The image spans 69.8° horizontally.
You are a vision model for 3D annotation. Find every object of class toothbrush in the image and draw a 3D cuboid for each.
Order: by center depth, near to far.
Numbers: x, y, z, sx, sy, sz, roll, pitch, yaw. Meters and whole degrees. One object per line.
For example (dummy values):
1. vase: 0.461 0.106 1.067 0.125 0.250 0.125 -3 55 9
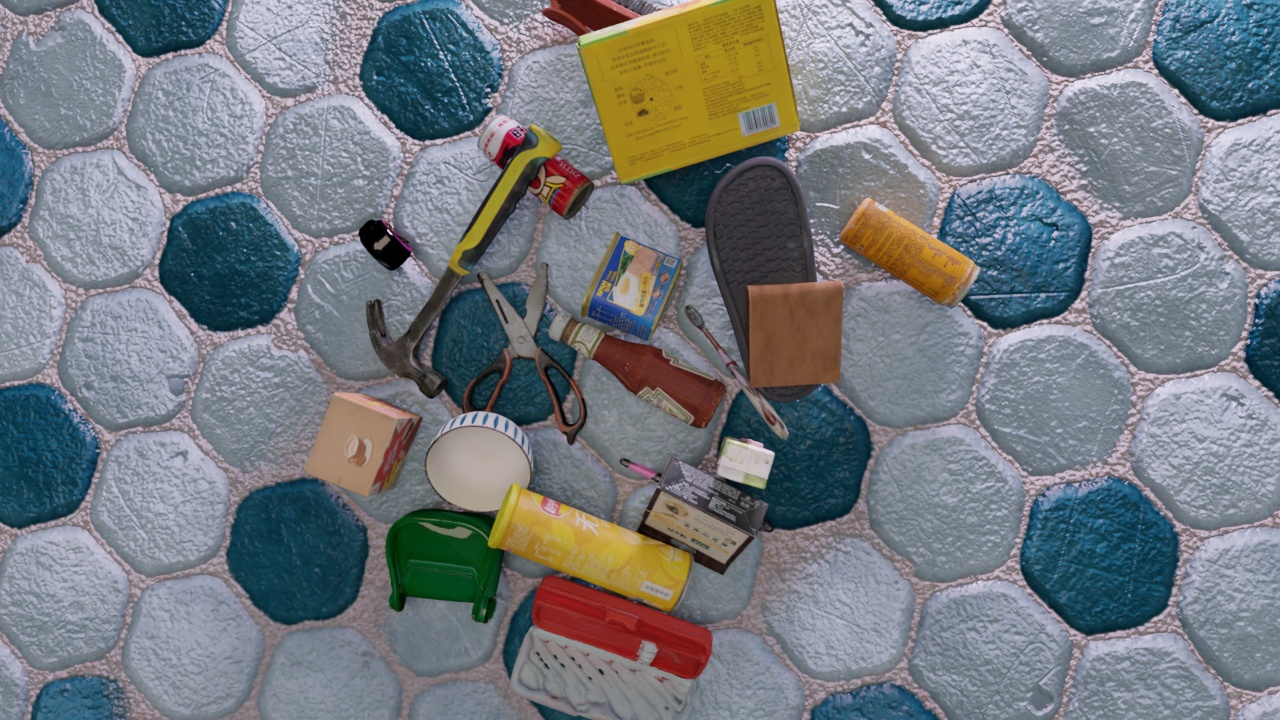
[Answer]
1. toothbrush: 0.063 0.151 1.031 0.189 0.018 0.014 24 79 6
2. toothbrush: 0.108 0.012 1.033 0.016 0.017 0.187 -37 85 2

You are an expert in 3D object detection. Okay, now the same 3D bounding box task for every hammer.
1. hammer: -0.196 -0.120 1.025 0.126 0.031 0.324 37 103 6

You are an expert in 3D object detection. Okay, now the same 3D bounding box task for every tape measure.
1. tape measure: -0.290 -0.134 1.048 0.039 0.057 0.058 -42 77 0

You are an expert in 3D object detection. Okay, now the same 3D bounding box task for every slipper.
1. slipper: 0.137 -0.088 1.011 0.111 0.083 0.268 -12 105 5

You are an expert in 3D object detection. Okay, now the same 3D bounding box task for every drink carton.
1. drink carton: 0.110 0.106 0.976 0.053 0.122 0.045 17 87 5

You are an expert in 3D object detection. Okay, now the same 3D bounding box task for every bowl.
1. bowl: -0.174 0.103 1.015 0.116 0.066 0.117 1 120 1

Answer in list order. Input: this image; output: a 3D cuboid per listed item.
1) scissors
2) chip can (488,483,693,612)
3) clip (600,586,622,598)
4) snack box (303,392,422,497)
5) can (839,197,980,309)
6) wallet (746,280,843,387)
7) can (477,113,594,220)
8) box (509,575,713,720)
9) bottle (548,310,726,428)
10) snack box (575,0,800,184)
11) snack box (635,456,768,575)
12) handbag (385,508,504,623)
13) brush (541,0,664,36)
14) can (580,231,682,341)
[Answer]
1. scissors: -0.132 -0.002 1.051 0.189 0.015 0.225 26 90 5
2. chip can: -0.052 0.202 0.984 0.213 0.072 0.072 23 89 -9
3. clip: -0.037 0.250 1.033 0.027 0.043 0.058 -16 82 4
4. snack box: -0.305 0.092 1.020 0.077 0.094 0.092 21 89 4
5. can: 0.293 -0.118 1.005 0.146 0.058 0.058 33 90 5
6. wallet: 0.164 -0.027 0.978 0.101 0.020 0.115 -2 111 1
7. can: -0.119 -0.221 1.041 0.133 0.053 0.053 39 90 5
8. box: -0.031 0.325 1.007 0.201 0.074 0.154 18 102 4
9. bottle: -0.006 0.006 1.020 0.206 0.060 0.060 28 89 4
10. snack box: 0.052 -0.300 0.993 0.210 0.070 0.158 -16 116 3
11. snack box: 0.064 0.170 0.991 0.113 0.126 0.053 27 62 4
12. handbag: -0.217 0.226 1.021 0.131 0.068 0.120 4 89 4
13. brush: -0.039 -0.384 1.038 0.146 0.063 0.069 30 76 6
14. can: -0.008 -0.080 1.015 0.083 0.057 0.101 23 66 3
